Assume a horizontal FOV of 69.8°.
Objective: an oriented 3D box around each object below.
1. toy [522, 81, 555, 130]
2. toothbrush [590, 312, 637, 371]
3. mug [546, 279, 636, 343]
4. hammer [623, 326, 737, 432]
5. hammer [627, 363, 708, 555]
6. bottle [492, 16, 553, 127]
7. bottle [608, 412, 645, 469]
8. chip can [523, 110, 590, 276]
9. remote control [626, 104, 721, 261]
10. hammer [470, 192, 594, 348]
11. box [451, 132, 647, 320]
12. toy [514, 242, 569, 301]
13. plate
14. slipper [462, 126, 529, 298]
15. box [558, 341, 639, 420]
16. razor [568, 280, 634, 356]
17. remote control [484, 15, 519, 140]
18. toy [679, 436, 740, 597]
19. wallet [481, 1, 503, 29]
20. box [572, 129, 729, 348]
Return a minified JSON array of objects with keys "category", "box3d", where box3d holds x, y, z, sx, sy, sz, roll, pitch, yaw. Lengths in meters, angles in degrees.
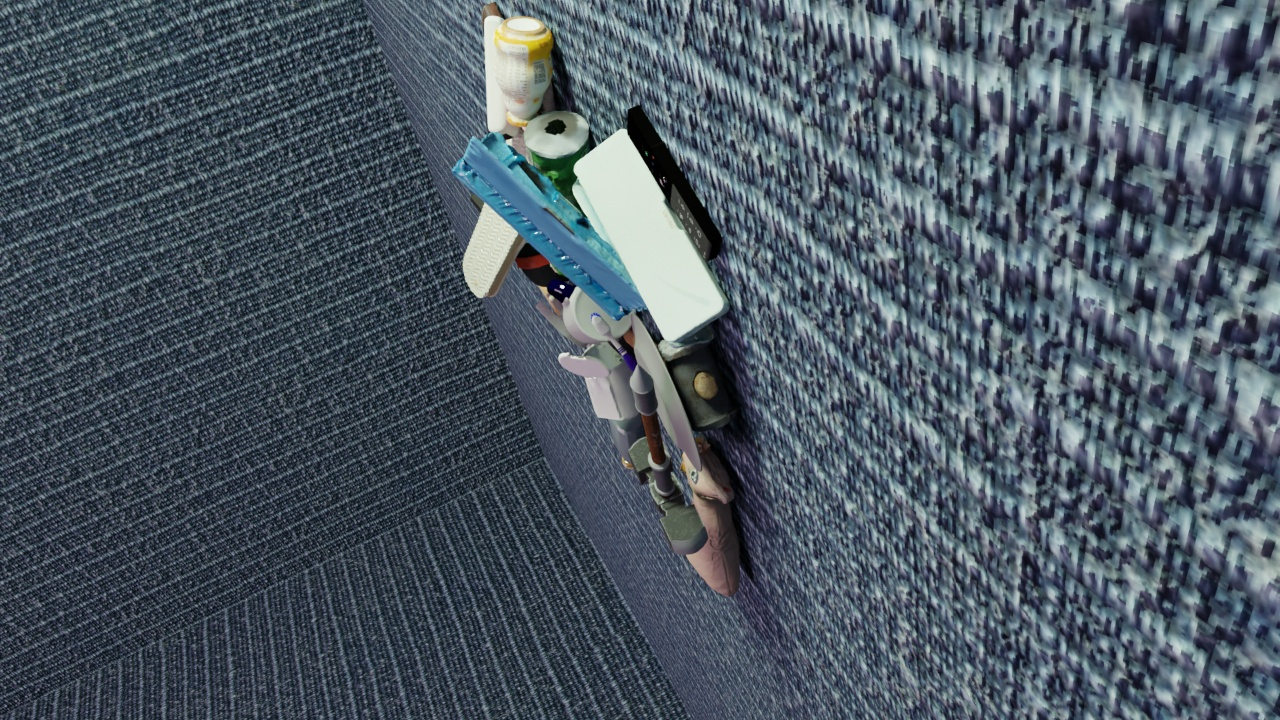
[{"category":"toy","box3d":[-0.125,-0.300,1.060,0.093,0.050,0.102,-141,37,-70]},{"category":"toothbrush","box3d":[-0.007,0.007,1.137,0.187,0.015,0.016,50,-173,-33]},{"category":"mug","box3d":[-0.068,-0.070,1.165,0.112,0.078,0.097,29,173,-10]},{"category":"hammer","box3d":[0.027,-0.002,1.035,0.328,0.052,0.098,-145,31,-74]},{"category":"hammer","box3d":[0.016,0.088,0.964,0.323,0.043,0.156,78,167,-58]},{"category":"bottle","box3d":[-0.125,-0.305,0.978,0.063,0.063,0.109,55,150,40]},{"category":"bottle","box3d":[-0.019,0.125,1.479,0.072,0.046,0.161,58,167,30]},{"category":"chip can","box3d":[-0.087,-0.189,1.069,0.075,0.075,0.224,59,166,28]},{"category":"remote control","box3d":[0.027,-0.153,0.789,0.150,0.013,0.034,61,168,19]},{"category":"hammer","box3d":[-0.164,-0.146,1.378,0.328,0.039,0.131,52,-169,28]},{"category":"box","box3d":[-0.089,-0.132,0.926,0.232,0.066,0.173,42,-170,-11]},{"category":"toy","box3d":[-0.124,-0.148,1.248,0.097,0.099,0.119,36,148,65]},{"category":"plate","box3d":[0.022,0.036,0.956,0.178,0.012,0.178,156,91,-85]},{"category":"slipper","box3d":[-0.158,-0.195,1.172,0.115,0.052,0.264,54,128,33]},{"category":"box","box3d":[-0.050,0.021,1.268,0.085,0.118,0.160,9,131,30]},{"category":"razor","box3d":[-0.050,-0.062,1.253,0.143,0.047,0.052,56,-170,27]},{"category":"remote control","box3d":[-0.164,-0.334,1.090,0.060,0.025,0.138,-27,-64,-79]},{"category":"toy","box3d":[0.073,0.185,1.159,0.196,0.065,0.265,43,154,49]},{"category":"wallet","box3d":[-0.165,-0.379,1.153,0.123,0.019,0.072,65,168,-2]},{"category":"box","box3d":[0.014,-0.107,0.864,0.198,0.086,0.096,63,-161,14]}]
